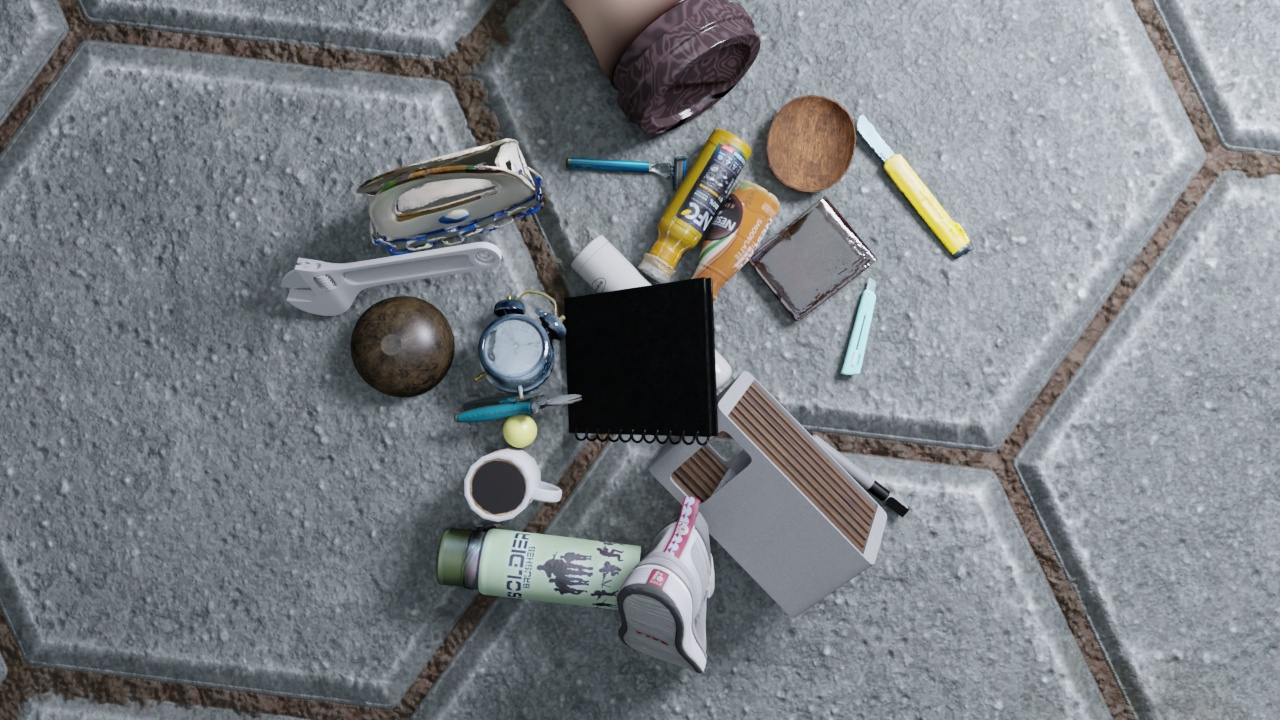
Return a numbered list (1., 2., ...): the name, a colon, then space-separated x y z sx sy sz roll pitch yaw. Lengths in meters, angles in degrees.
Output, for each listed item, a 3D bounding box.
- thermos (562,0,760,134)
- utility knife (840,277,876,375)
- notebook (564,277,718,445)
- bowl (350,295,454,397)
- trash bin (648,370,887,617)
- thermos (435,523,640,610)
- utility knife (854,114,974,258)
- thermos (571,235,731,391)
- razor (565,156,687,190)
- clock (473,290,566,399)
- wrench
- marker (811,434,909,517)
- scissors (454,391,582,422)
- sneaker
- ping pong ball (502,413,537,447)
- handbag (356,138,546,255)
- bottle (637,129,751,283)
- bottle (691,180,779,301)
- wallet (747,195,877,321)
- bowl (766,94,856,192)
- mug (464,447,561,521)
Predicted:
1. thermos: 0.003 -0.394 1.024 0.172 0.173 0.226 -34 82 0
2. utility knife: 0.261 -0.039 1.085 0.022 0.015 0.119 14 86 2
3. notebook: -0.006 0.006 1.004 0.019 0.232 0.169 -1 88 -42
4. bowl: -0.283 -0.017 1.070 0.121 0.056 0.121 0 89 1
5. trash bin: 0.142 0.145 1.011 0.229 0.114 0.115 46 120 1
6. thermos: -0.117 0.234 1.056 0.231 0.082 0.082 6 89 1
7. utility knife: 0.322 -0.206 1.083 0.030 0.018 0.206 -39 94 -6
8. thermos: 0.015 -0.049 1.068 0.052 0.052 0.224 -45 89 0
9. razor: -0.017 -0.230 1.089 0.144 0.022 0.042 6 125 5
10. clock: -0.139 -0.021 1.067 0.090 0.052 0.129 21 74 5
11. wrench: -0.281 -0.094 1.037 0.274 0.087 0.018 -6 54 14
12. marker: 0.256 0.135 1.079 0.140 0.016 0.016 38 89 1
13. scissors: -0.145 0.052 1.069 0.131 0.148 0.019 -23 111 -32
14. sneaker: 0.039 0.251 0.991 0.097 0.263 0.128 17 58 18
15. ping pong ball: -0.141 0.082 1.074 0.040 0.040 0.040 0 89 1
16. handbag: -0.208 -0.179 1.003 0.201 0.199 0.093 -19 93 3
17. bottle: 0.060 -0.177 1.069 0.053 0.053 0.186 31 89 1
18. bottle: 0.097 -0.125 1.065 0.059 0.059 0.167 31 90 1
19. wallet: 0.201 -0.119 1.080 0.120 0.031 0.099 -39 86 3
20. bowl: 0.200 -0.253 1.082 0.102 0.026 0.114 14 89 2
21. mug: -0.141 0.143 1.048 0.105 0.089 0.073 12 89 1
